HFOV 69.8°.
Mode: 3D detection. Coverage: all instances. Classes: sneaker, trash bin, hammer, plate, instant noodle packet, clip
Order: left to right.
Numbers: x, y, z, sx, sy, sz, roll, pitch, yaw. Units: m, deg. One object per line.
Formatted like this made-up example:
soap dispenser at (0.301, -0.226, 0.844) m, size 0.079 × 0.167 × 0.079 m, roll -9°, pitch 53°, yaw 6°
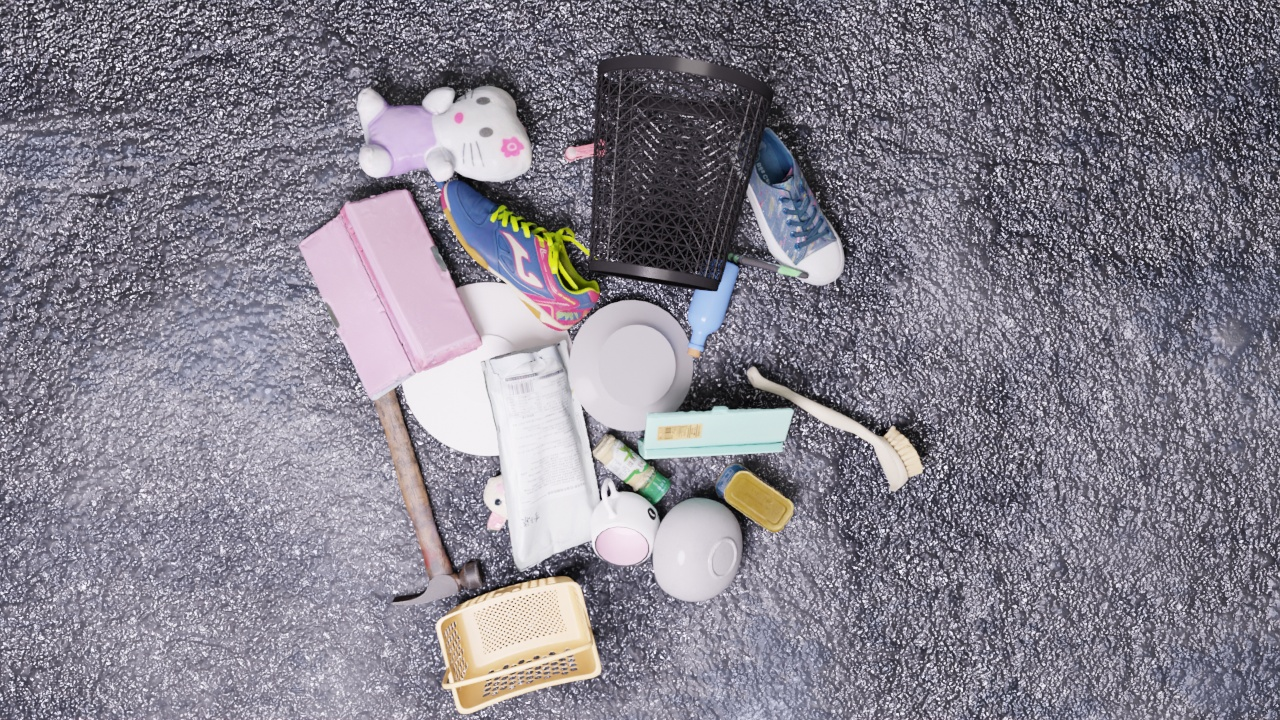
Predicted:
hammer at (-0.309, 0.153, 1.193) m, size 0.120 × 0.033 × 0.330 m, roll -17°, pitch 92°, yaw -4°
plate at (-0.199, 0.012, 1.199) m, size 0.229 × 0.030 × 0.229 m, roll 0°, pitch 91°, yaw -6°
sneaker at (-0.148, -0.151, 1.173) m, size 0.091 × 0.116 × 0.242 m, roll -40°, pitch 100°, yaw 25°
instant noodle packet at (-0.125, 0.118, 1.174) m, size 0.146 × 0.057 × 0.269 m, roll -15°, pitch 100°, yaw -39°
clip at (-0.070, -0.275, 1.201) m, size 0.059 × 0.041 × 0.023 m, roll -15°, pitch 96°, yaw -1°
plate at (-0.007, 0.007, 1.204) m, size 0.172 × 0.019 × 0.173 m, roll 0°, pitch 90°, yaw -19°
trash bin at (0.035, -0.218, 1.129) m, size 0.217 × 0.217 × 0.243 m, roll 9°, pitch 93°, yaw -6°
sneaker at (0.195, -0.203, 1.209) m, size 0.087 × 0.079 × 0.235 m, roll -32°, pitch 94°, yaw -5°

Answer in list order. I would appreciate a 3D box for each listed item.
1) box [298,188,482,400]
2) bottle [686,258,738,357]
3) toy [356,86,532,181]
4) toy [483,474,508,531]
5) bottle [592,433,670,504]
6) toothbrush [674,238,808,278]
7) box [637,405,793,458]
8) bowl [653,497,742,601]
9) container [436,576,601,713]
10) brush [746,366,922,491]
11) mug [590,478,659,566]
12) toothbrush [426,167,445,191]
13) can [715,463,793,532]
box at (-0.319, -0.087, 1.152) m, size 0.172 × 0.075 × 0.233 m, roll -28°, pitch 85°, yaw -4°
bottle at (0.089, -0.068, 1.217) m, size 0.048 × 0.048 × 0.131 m, roll 18°, pitch 90°, yaw -6°
toy at (-0.243, -0.275, 1.148) m, size 0.209 × 0.086 × 0.137 m, roll -5°, pitch 67°, yaw -11°
toy at (-0.161, 0.178, 1.202) m, size 0.087 × 0.050 × 0.112 m, roll 21°, pitch 95°, yaw -6°
bottle at (-0.013, 0.143, 1.217) m, size 0.110 × 0.043 × 0.042 m, roll 40°, pitch 87°, yaw -4°
toothbrush at (0.132, -0.135, 1.220) m, size 0.188 × 0.017 × 0.014 m, roll 15°, pitch 107°, yaw 5°
box at (0.094, 0.098, 1.182) m, size 0.187 × 0.138 × 0.056 m, roll -3°, pitch 74°, yaw -5°
bowl at (0.084, 0.247, 1.183) m, size 0.131 × 0.064 × 0.132 m, roll -8°, pitch 102°, yaw -43°
container at (-0.152, 0.351, 1.144) m, size 0.183 × 0.167 × 0.129 m, roll -14°, pitch 93°, yaw -5°
brush at (0.262, 0.083, 1.240) m, size 0.272 × 0.062 × 0.077 m, roll 32°, pitch 72°, yaw -1°
mug at (-0.025, 0.202, 1.185) m, size 0.090 × 0.076 × 0.124 m, roll -13°, pitch 121°, yaw 15°
toothbrush at (-0.266, -0.243, 1.193) m, size 0.016 × 0.017 × 0.190 m, roll -28°, pitch 94°, yaw -5°
can at (0.153, 0.184, 1.225) m, size 0.100 × 0.059 × 0.054 m, roll 35°, pitch 88°, yaw -6°
